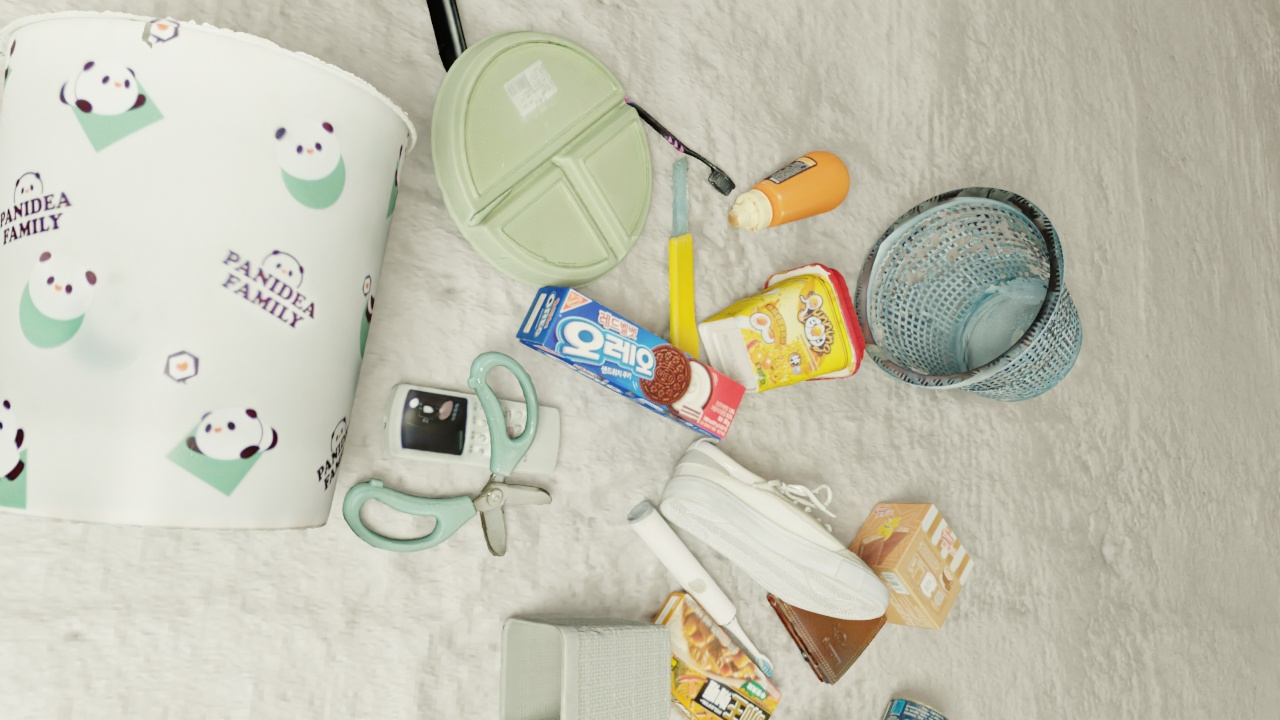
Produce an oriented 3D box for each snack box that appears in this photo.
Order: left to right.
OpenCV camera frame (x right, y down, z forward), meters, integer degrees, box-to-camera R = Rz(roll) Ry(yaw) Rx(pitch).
[{"bbox_3d":[-0.005,0.005,0.807,0.207,0.057,0.058,28,82,-28],"label":"snack box"},{"bbox_3d":[0.061,0.288,0.837,0.154,0.026,0.075,50,59,-19],"label":"snack box"},{"bbox_3d":[0.283,0.216,0.975,0.093,0.077,0.094,52,58,-17],"label":"snack box"}]

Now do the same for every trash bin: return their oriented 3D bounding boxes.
[{"bbox_3d":[-0.264,-0.035,0.543,0.229,0.230,0.251,10,82,-34],"label":"trash bin"},{"bbox_3d":[0.386,-0.049,1.026,0.195,0.227,0.226,26,68,-43],"label":"trash bin"}]

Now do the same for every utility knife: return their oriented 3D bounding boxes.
[{"bbox_3d":[0.041,-0.086,0.887,0.033,0.015,0.230,4,82,-35],"label":"utility knife"}]

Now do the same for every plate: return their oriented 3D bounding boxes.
[{"bbox_3d":[-0.074,-0.176,0.799,0.229,0.028,0.230,5,83,-42],"label":"plate"}]

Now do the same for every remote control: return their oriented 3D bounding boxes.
[{"bbox_3d":[-0.132,0.057,0.738,0.149,0.021,0.058,11,76,-34],"label":"remote control"}]

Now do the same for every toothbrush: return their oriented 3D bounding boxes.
[{"bbox_3d":[-0.157,-0.257,0.768,0.027,0.026,0.212,-15,93,-54],"label":"toothbrush"},{"bbox_3d":[0.024,-0.220,0.900,0.189,0.014,0.017,34,77,-26],"label":"toothbrush"},{"bbox_3d":[0.062,0.217,0.849,0.221,0.027,0.026,52,16,-18],"label":"toothbrush"}]

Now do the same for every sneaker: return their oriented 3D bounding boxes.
[{"bbox_3d":[0.133,0.157,0.866,0.242,0.090,0.090,33,52,-10],"label":"sneaker"}]

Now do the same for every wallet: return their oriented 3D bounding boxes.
[{"bbox_3d":[0.188,0.252,0.932,0.101,0.032,0.124,-41,105,-30],"label":"wallet"}]

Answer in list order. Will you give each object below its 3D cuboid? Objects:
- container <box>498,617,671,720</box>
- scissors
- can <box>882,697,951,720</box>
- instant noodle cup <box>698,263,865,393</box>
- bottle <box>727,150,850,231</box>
[{"bbox_3d":[-0.041,0.251,0.733,0.114,0.090,0.090,8,79,-38],"label":"container"},{"bbox_3d":[-0.144,0.078,0.706,0.169,0.019,0.175,-6,104,-33],"label":"scissors"},{"bbox_3d":[0.272,0.412,0.938,0.075,0.075,0.111,46,59,-21],"label":"can"},{"bbox_3d":[0.133,-0.023,0.893,0.123,0.116,0.116,-21,95,-24],"label":"instant noodle cup"},{"bbox_3d":[0.150,-0.170,0.956,0.149,0.067,0.067,-26,98,-28],"label":"bottle"}]
